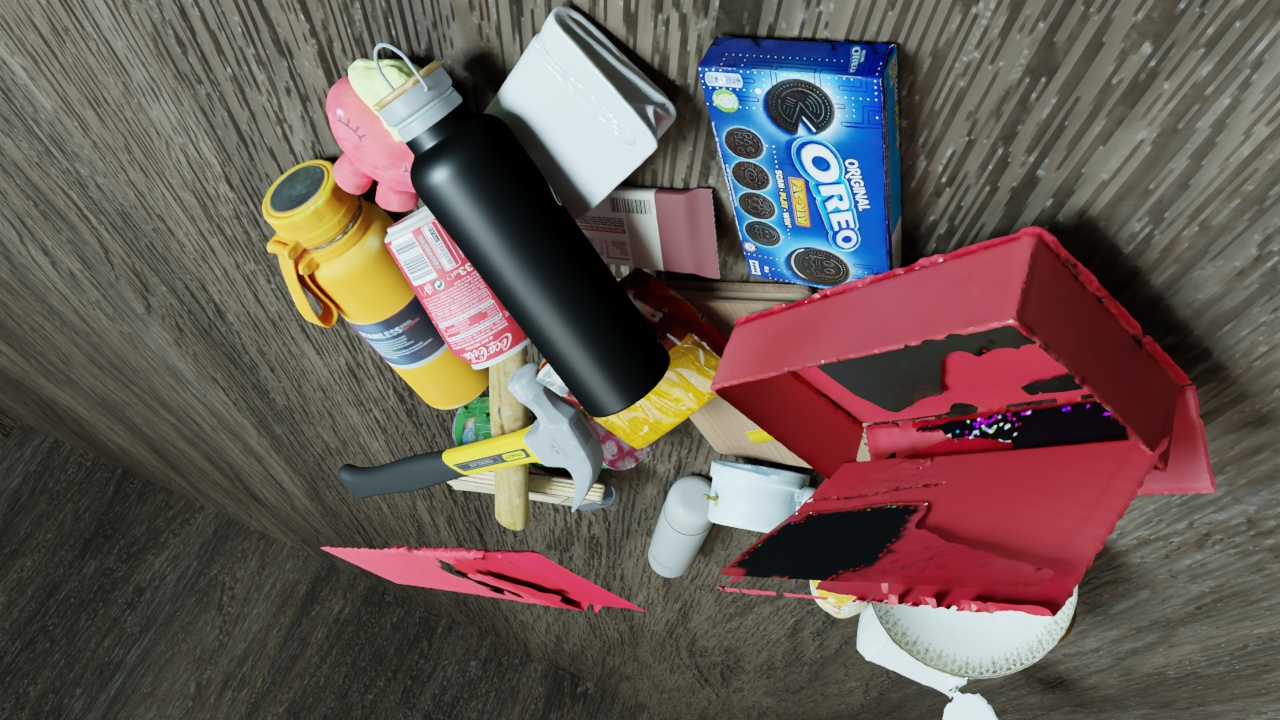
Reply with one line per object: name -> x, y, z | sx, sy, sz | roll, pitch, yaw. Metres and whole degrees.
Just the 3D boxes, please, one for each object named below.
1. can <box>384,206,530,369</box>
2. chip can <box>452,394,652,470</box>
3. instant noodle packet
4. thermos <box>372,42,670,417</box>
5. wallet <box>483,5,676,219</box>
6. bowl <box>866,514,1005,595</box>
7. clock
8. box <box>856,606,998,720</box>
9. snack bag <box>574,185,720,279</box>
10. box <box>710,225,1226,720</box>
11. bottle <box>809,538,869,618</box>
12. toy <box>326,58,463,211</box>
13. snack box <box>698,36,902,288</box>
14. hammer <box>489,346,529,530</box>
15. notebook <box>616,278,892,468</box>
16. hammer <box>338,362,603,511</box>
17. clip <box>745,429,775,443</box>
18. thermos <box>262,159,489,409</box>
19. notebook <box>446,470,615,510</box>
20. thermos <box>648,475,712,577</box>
can -> -0.113, -0.052, 0.596 | 0.064, 0.064, 0.105 | -7, 117, 49
chip can -> -0.087, 0.062, 0.838 | 0.224, 0.075, 0.075 | -6, 141, 48
instant noodle packet -> -0.004, 0.004, 0.612 | 0.098, 0.039, 0.136 | 39, 135, -11
thermos -> -0.070, -0.072, 0.507 | 0.061, 0.061, 0.231 | -8, 125, 49
wallet -> -0.034, -0.128, 0.485 | 0.086, 0.032, 0.116 | 45, 152, -14
bowl -> 0.248, 0.158, 0.692 | 0.145, 0.145, 0.063 | 16, -170, 20
clock -> 0.111, 0.114, 0.762 | 0.117, 0.057, 0.083 | 9, 172, 5
box -> 0.280, 0.303, 0.890 | 0.137, 0.142, 0.083 | 23, 127, -1
snack bag -> -0.025, -0.083, 0.559 | 0.158, 0.013, 0.057 | 9, 123, 30
box -> 0.248, 0.166, 0.528 | 0.511, 0.140, 0.216 | 53, 147, -15
bottle -> 0.195, 0.216, 0.885 | 0.063, 0.063, 0.109 | 16, 151, 19
toy -> -0.149, -0.133, 0.556 | 0.091, 0.045, 0.135 | 36, 147, -17
snack box -> 0.084, -0.089, 0.449 | 0.082, 0.027, 0.150 | 13, 152, 26
hammer -> -0.107, 0.029, 0.735 | 0.132, 0.033, 0.331 | 19, 136, 13
notebook -> 0.087, 0.017, 0.654 | 0.169, 0.022, 0.210 | 5, 148, 37
hammer -> -0.157, 0.087, 0.779 | 0.325, 0.029, 0.127 | -16, 120, 41
clip -> 0.108, 0.048, 0.648 | 0.049, 0.044, 0.054 | 0, 168, -30
thermos -> -0.197, -0.046, 0.711 | 0.076, 0.091, 0.233 | -7, 144, 18
notebook -> -0.119, 0.132, 0.956 | 0.167, 0.024, 0.226 | 10, 168, -7
thermos -> 0.043, 0.176, 0.959 | 0.052, 0.052, 0.225 | 23, 154, 6
